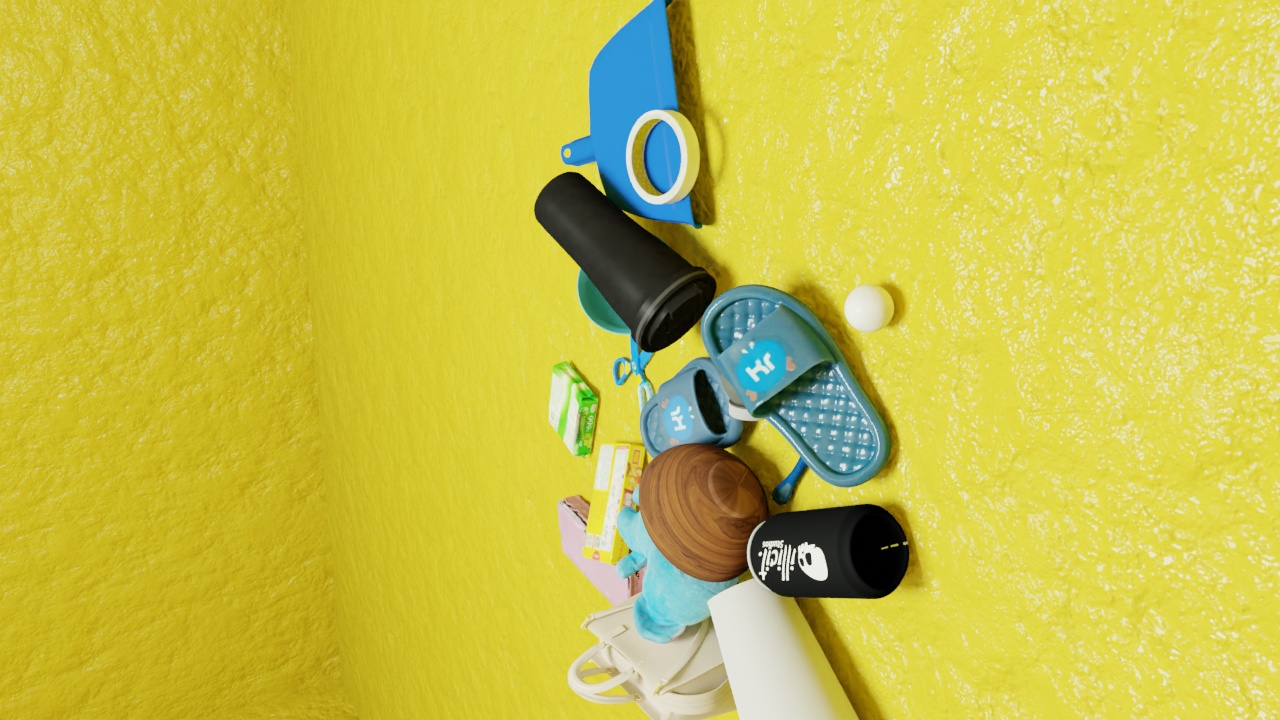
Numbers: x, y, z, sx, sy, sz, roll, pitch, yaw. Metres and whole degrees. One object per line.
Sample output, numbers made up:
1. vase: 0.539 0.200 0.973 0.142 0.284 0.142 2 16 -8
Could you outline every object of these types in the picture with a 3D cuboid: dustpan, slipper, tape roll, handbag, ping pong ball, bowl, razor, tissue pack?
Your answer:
1. dustpan: -0.025 -0.258 1.042 0.258 0.059 0.245 -2 98 49
2. slipper: 0.137 0.019 0.814 0.104 0.059 0.213 -46 74 21
3. tape roll: 0.022 -0.208 0.938 0.094 0.019 0.094 16 111 47
4. handbag: 0.014 0.336 1.028 0.195 0.197 0.101 21 117 56
5. ping pong ball: 0.191 -0.044 0.765 0.040 0.040 0.040 26 121 54
6. bowl: -0.008 -0.084 1.057 0.046 0.121 0.121 39 -150 -73
7. slipper: 0.046 0.060 1.026 0.214 0.059 0.103 -33 69 59
8. razor: 0.158 0.095 0.887 0.044 0.018 0.141 39 139 17
9. tissue pack: -0.096 0.070 1.290 0.099 0.034 0.114 49 139 45
10. bowl: 0.078 0.140 0.918 0.069 0.147 0.147 -45 60 45

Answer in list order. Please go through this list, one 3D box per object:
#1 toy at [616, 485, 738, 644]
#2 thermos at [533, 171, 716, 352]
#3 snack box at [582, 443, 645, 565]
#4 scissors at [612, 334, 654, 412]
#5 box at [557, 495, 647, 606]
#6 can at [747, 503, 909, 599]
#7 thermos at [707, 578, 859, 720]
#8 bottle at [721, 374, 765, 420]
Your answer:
1. toy: 0.043 0.216 1.033 0.183 0.114 0.180 -55 42 4
2. thermos: -0.022 -0.112 0.991 0.218 0.105 0.106 46 138 22
3. snack box: -0.035 0.182 1.175 0.075 0.025 0.152 -6 72 58
4. scissors: -0.003 0.013 1.136 0.125 0.016 0.126 64 148 18
5. box: -0.057 0.267 1.259 0.233 0.041 0.098 29 121 59
6. can: 0.167 0.175 0.835 0.146 0.080 0.080 -24 79 59
7. thermos: 0.143 0.325 0.883 0.132 0.131 0.221 -55 49 51
8. bottle: 0.109 0.001 0.898 0.060 0.060 0.108 23 119 55
